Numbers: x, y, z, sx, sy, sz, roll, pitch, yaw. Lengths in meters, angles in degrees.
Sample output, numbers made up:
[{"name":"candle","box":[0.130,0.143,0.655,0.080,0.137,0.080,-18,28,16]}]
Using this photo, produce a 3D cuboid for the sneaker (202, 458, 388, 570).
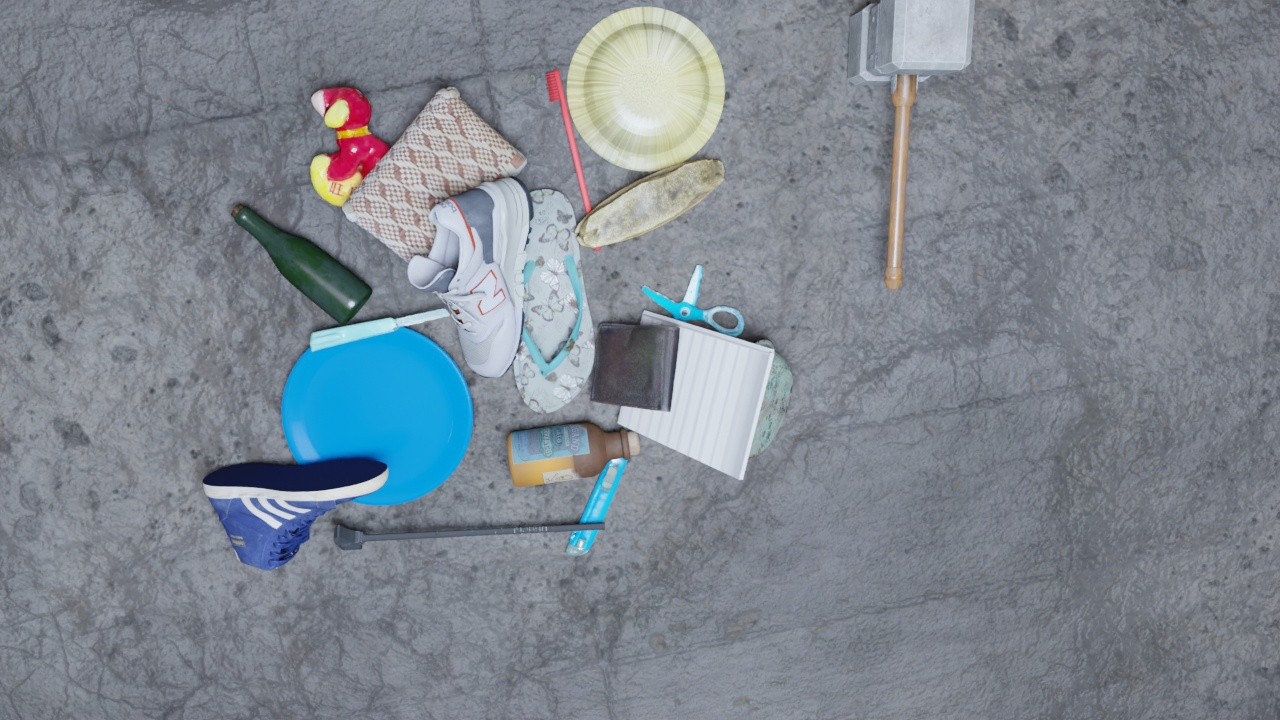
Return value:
[{"name":"sneaker","box":[-0.393,0.187,1.069,0.233,0.091,0.118,-3,108,13]}]

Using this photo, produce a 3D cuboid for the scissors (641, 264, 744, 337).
[{"name":"scissors","box":[0.055,-0.048,1.122,0.134,0.011,0.140,29,99,-9]}]

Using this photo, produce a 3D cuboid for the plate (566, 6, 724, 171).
[{"name":"plate","box":[0.009,-0.312,1.055,0.184,0.036,0.184,-1,101,-5]}]

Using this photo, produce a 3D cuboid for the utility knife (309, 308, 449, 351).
[{"name":"utility knife","box":[-0.304,-0.038,1.065,0.166,0.015,0.022,-12,102,0]}]

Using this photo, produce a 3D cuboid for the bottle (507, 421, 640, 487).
[{"name":"bottle","box":[-0.079,0.110,1.113,0.157,0.068,0.068,-8,101,-3]}]

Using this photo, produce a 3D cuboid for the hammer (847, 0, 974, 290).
[{"name":"hammer","box":[0.291,-0.237,1.028,0.083,0.162,0.318,-1,101,-5]}]

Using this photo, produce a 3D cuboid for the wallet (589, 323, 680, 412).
[{"name":"wallet","box":[-0.006,0.006,1.077,0.031,0.120,0.099,11,85,-50]}]

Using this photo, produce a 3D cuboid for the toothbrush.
[{"name":"toothbrush","box":[-0.079,-0.231,1.076,0.018,0.012,0.212,-14,102,-2]}]

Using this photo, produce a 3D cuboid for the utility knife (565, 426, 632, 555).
[{"name":"utility knife","box":[-0.042,0.149,1.151,0.031,0.015,0.221,21,96,-12]}]

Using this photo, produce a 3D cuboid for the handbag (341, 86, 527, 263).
[{"name":"handbag","box":[-0.230,-0.200,1.032,0.124,0.047,0.186,40,92,-25]}]

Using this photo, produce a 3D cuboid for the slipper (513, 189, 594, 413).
[{"name":"slipper","box":[-0.102,-0.066,1.086,0.098,0.055,0.269,-1,100,-9]}]

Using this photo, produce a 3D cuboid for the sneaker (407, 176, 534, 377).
[{"name":"sneaker","box":[-0.197,-0.085,1.017,0.124,0.089,0.240,-13,121,-45]}]

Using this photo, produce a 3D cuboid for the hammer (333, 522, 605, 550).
[{"name":"hammer","box":[-0.205,0.209,1.118,0.324,0.095,0.015,-2,70,-8]}]

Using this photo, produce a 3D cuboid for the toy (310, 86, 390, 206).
[{"name":"toy","box":[-0.320,-0.237,1.032,0.105,0.067,0.137,-5,109,-11]}]

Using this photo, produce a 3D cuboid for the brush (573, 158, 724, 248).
[{"name":"brush","box":[0.013,-0.185,1.073,0.195,0.043,0.059,-27,103,-5]}]

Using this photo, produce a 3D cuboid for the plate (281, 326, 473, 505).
[{"name":"plate","box":[-0.314,0.064,1.106,0.224,0.024,0.224,-1,101,-4]}]

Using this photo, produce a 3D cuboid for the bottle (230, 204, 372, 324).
[{"name":"bottle","box":[-0.392,-0.116,1.051,0.174,0.055,0.055,40,95,-9]}]

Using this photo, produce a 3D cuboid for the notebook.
[{"name":"notebook","box":[0.056,0.033,1.042,0.009,0.210,0.142,7,99,-41]}]

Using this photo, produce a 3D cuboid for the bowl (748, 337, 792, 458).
[{"name":"bowl","box":[0.137,0.054,1.079,0.038,0.157,0.157,22,100,28]}]
